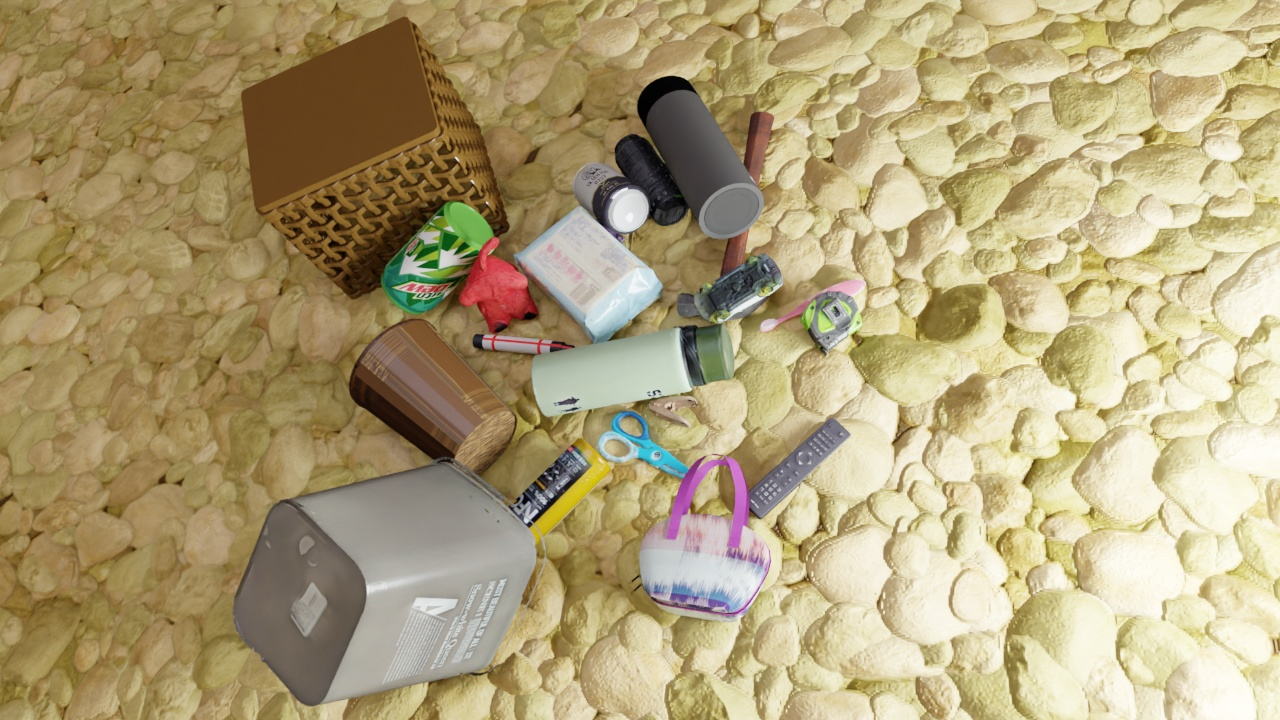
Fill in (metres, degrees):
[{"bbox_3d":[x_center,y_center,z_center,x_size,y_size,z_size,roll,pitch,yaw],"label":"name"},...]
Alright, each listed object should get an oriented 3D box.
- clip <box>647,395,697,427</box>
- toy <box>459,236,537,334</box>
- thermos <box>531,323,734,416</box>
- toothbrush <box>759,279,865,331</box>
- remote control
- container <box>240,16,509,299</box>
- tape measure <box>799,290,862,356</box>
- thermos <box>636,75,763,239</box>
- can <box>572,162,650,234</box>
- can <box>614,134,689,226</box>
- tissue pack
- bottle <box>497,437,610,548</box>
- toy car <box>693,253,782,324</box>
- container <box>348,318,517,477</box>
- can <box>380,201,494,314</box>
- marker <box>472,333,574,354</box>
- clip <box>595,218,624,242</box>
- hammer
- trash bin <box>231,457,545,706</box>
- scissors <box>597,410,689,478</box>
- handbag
[{"bbox_3d":[0.036,0.062,1.062,0.060,0.024,0.039,-8,59,24],"label":"clip"},{"bbox_3d":[-0.188,-0.109,1.155,0.088,0.133,0.094,-16,52,-3],"label":"toy"},{"bbox_3d":[-0.006,0.006,1.070,0.232,0.082,0.082,-11,62,12],"label":"thermos"},{"bbox_3d":[0.201,-0.065,1.077,0.135,0.016,0.021,-24,75,4],"label":"toothbrush"},{"bbox_3d":[0.170,0.118,0.998,0.136,0.015,0.032,-41,61,-6],"label":"remote control"},{"bbox_3d":[-0.351,-0.264,1.223,0.252,0.214,0.219,-22,61,5],"label":"container"},{"bbox_3d":[0.218,-0.048,1.045,0.065,0.036,0.058,-39,79,-4],"label":"tape measure"},{"bbox_3d":[0.071,-0.261,1.152,0.082,0.082,0.240,-25,51,3],"label":"thermos"},{"bbox_3d":[-0.041,-0.212,1.179,0.064,0.064,0.127,-39,41,-5],"label":"can"},{"bbox_3d":[0.014,-0.235,1.194,0.054,0.054,0.137,-31,60,0],"label":"can"},{"bbox_3d":[-0.067,-0.109,1.149,0.112,0.070,0.182,-42,59,-6],"label":"tissue pack"},{"bbox_3d":[-0.116,0.169,1.035,0.186,0.053,0.053,-44,61,-7],"label":"bottle"},{"bbox_3d":[0.114,-0.082,1.069,0.105,0.033,0.048,-30,65,7],"label":"toy car"},{"bbox_3d":[-0.240,0.050,1.094,0.167,0.132,0.132,38,79,22],"label":"container"},{"bbox_3d":[-0.262,-0.130,1.182,0.144,0.083,0.083,-39,57,25],"label":"can"},{"bbox_3d":[-0.143,-0.019,1.155,0.146,0.019,0.019,5,66,19],"label":"marker"},{"bbox_3d":[-0.039,-0.167,1.202,0.014,0.041,0.052,-50,30,-13],"label":"clip"},{"bbox_3d":[0.130,-0.187,1.152,0.111,0.028,0.300,5,66,20],"label":"hammer"},{"bbox_3d":[-0.253,0.220,0.918,0.197,0.219,0.197,33,104,28],"label":"trash bin"},{"bbox_3d":[0.013,0.107,1.052,0.135,0.015,0.066,28,73,29],"label":"scissors"},{"bbox_3d":[0.069,0.181,0.969,0.145,0.068,0.169,4,64,19],"label":"handbag"}]
